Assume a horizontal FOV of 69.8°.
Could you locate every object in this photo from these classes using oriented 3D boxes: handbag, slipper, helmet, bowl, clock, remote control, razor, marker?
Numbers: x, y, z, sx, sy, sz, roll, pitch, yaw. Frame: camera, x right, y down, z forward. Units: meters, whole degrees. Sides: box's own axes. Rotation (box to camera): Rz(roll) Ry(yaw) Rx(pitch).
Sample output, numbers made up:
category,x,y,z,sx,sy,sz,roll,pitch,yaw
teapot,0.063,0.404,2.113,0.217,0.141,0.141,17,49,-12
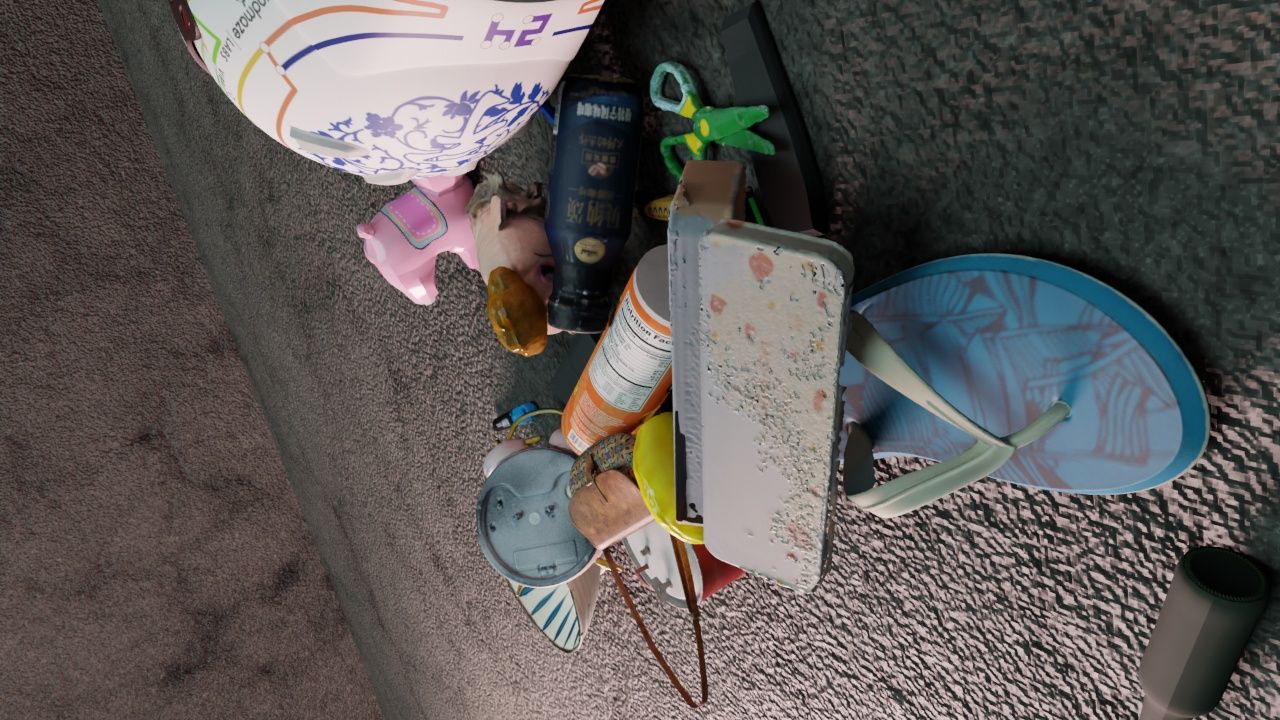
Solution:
category,x,y,z,sx,sy,sz,roll,pitch,yaw
handbag,0.000,0.149,0.648,0.094,0.043,0.195,-39,64,44
slipper,0.123,0.018,0.463,0.296,0.060,0.118,-13,97,61
helmet,-0.154,-0.225,0.546,0.315,0.230,0.236,-11,96,54
bowl,-0.083,0.196,0.919,0.177,0.070,0.178,39,142,38
clock,0.016,0.139,0.724,0.110,0.061,0.157,64,151,2
remote control,0.070,-0.124,0.488,0.039,0.010,0.125,-1,110,59
clock,-0.082,0.119,0.804,0.058,0.117,0.157,30,-134,-71
razor,0.027,-0.093,0.570,0.144,0.021,0.044,19,145,51
remote control,-0.051,0.010,0.777,0.045,0.021,0.141,58,152,14
marker,-0.134,0.061,0.957,0.018,0.015,0.123,64,153,-1

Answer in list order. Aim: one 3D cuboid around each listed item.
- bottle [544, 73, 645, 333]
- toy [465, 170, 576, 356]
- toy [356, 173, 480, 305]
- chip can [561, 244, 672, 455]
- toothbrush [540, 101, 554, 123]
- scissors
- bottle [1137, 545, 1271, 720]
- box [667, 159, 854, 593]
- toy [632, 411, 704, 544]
category,x,y,z,sx,sy,sz,roll,pitch,yaw
bottle,-0.032,-0.098,0.585,0.056,0.056,0.161,24,112,50
toy,-0.077,-0.067,0.659,0.133,0.076,0.175,54,-161,-30
toy,-0.193,-0.133,0.813,0.067,0.123,0.158,43,160,35
chip can,-0.004,0.004,0.652,0.062,0.062,0.211,56,150,16
toothbrush,-0.109,-0.237,0.692,0.186,0.016,0.011,51,146,19
scissors,0.038,-0.142,0.512,0.132,0.013,0.078,12,120,66
bottle,0.234,0.134,0.395,0.033,0.033,0.123,34,139,43
box,0.064,0.011,0.493,0.120,0.094,0.217,-78,-12,-53
toy,0.033,0.078,0.622,0.041,0.094,0.095,-38,54,39
